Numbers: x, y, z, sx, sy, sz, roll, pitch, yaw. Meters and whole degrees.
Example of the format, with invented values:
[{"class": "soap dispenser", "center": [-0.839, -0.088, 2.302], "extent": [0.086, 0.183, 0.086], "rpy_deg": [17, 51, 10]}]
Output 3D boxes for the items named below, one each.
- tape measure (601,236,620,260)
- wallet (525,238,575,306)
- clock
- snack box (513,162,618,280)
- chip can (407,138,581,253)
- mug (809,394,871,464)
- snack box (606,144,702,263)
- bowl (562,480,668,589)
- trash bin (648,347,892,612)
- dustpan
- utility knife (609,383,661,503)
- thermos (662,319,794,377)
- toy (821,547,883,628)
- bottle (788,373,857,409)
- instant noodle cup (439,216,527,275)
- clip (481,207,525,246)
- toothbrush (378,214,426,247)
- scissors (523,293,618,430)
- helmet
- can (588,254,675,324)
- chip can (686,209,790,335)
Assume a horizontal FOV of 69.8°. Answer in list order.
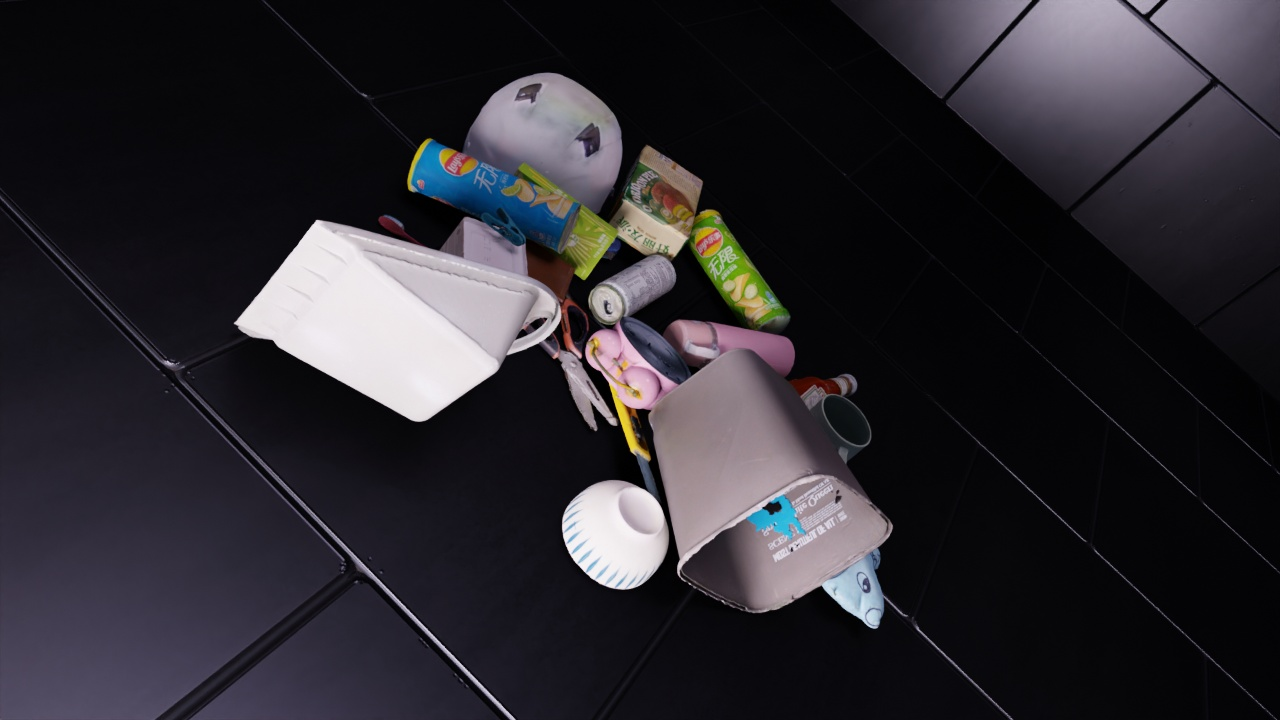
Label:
[{"class": "tape measure", "center": [-0.056, -0.169, 1.313], "extent": [0.054, 0.025, 0.058], "rpy_deg": [17, 39, -30]}, {"class": "wallet", "center": [-0.136, -0.115, 1.171], "extent": [0.101, 0.032, 0.124], "rpy_deg": [29, 27, -10]}, {"class": "clock", "center": [-0.007, 0.007, 1.120], "extent": [0.117, 0.060, 0.158], "rpy_deg": [49, 19, 16]}, {"class": "snack box", "center": [-0.115, -0.185, 1.230], "extent": [0.156, 0.086, 0.026], "rpy_deg": [36, 37, -6]}, {"class": "chip can", "center": [-0.185, -0.208, 1.168], "extent": [0.210, 0.071, 0.071], "rpy_deg": [23, 39, -1]}, {"class": "mug", "center": [0.240, 0.118, 1.209], "extent": [0.082, 0.107, 0.111], "rpy_deg": [26, 39, -20]}, {"class": "snack box", "center": [0.025, -0.241, 1.404], "extent": [0.114, 0.063, 0.239], "rpy_deg": [31, 32, -11]}, {"class": "bowl", "center": [-0.017, 0.174, 0.967], "extent": [0.116, 0.066, 0.116], "rpy_deg": [23, 41, -22]}, {"class": "trash bin", "center": [0.128, 0.128, 1.025], "extent": [0.198, 0.199, 0.219], "rpy_deg": [37, 23, -42]}, {"class": "dustpan", "center": [-0.216, -0.051, 0.907], "extent": [0.257, 0.223, 0.142], "rpy_deg": [38, 48, -21]}, {"class": "utility knife", "center": [-0.005, 0.084, 1.076], "extent": [0.033, 0.015, 0.218], "rpy_deg": [29, 26, -34]}, {"class": "thermos", "center": [0.128, -0.013, 1.270], "extent": [0.198, 0.067, 0.087], "rpy_deg": [9, 11, -36]}, {"class": "toy", "center": [0.257, 0.252, 1.137], "extent": [0.156, 0.050, 0.161], "rpy_deg": [-6, 55, -49]}, {"class": "bottle", "center": [0.252, 0.050, 1.330], "extent": [0.205, 0.060, 0.059], "rpy_deg": [-12, 60, -49]}, {"class": "instant noodle cup", "center": [-0.188, -0.085, 1.034], "extent": [0.116, 0.124, 0.116], "rpy_deg": [17, 42, -28]}, {"class": "clip", "center": [-0.148, -0.147, 1.016], "extent": [0.055, 0.013, 0.034], "rpy_deg": [45, 37, 12]}, {"class": "toothbrush", "center": [-0.237, -0.121, 1.120], "extent": [0.187, 0.016, 0.017], "rpy_deg": [35, 28, -7]}, {"class": "scissors", "center": [-0.086, -0.010, 1.136], "extent": [0.197, 0.015, 0.212], "rpy_deg": [33, 37, -9]}, {"class": "helmet", "center": [-0.118, -0.325, 1.318], "extent": [0.229, 0.146, 0.257], "rpy_deg": [39, 37, -2]}, {"class": "can", "center": [-0.009, -0.098, 1.255], "extent": [0.058, 0.058, 0.146], "rpy_deg": [45, 38, 7]}, {"class": "chip can", "center": [0.145, -0.128, 1.406], "extent": [0.072, 0.073, 0.221], "rpy_deg": [-7, 57, -44]}]
